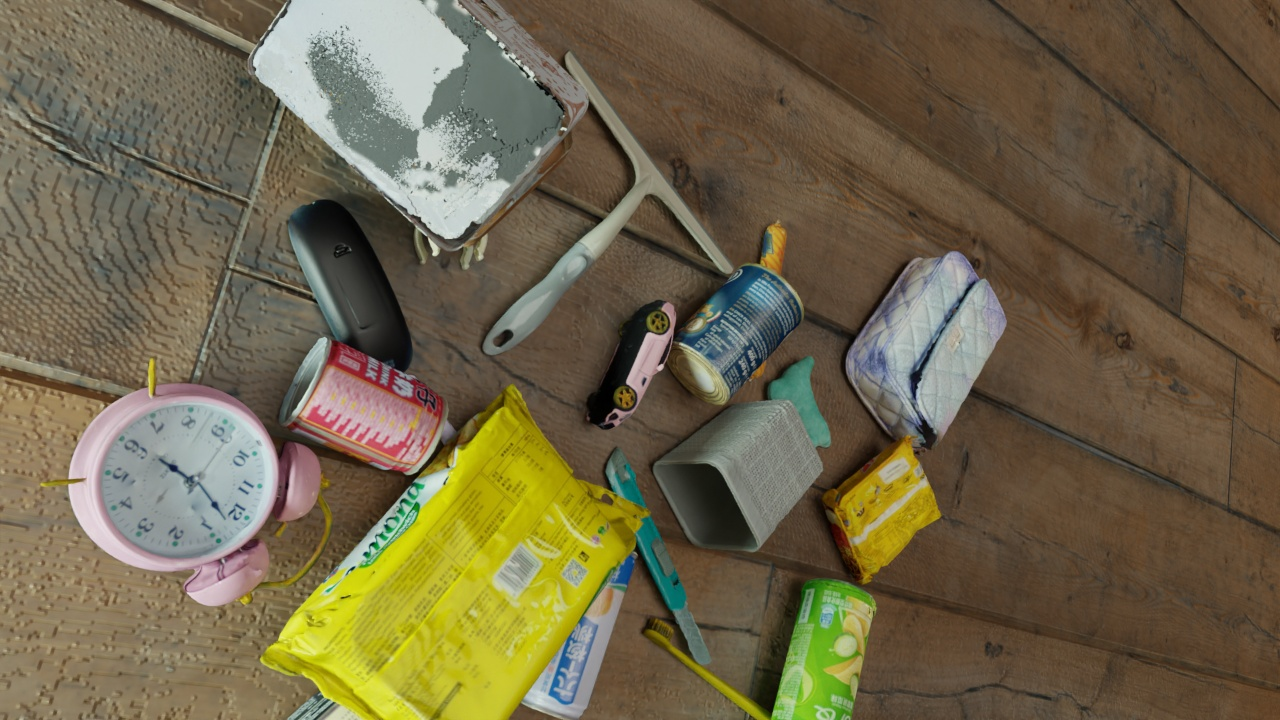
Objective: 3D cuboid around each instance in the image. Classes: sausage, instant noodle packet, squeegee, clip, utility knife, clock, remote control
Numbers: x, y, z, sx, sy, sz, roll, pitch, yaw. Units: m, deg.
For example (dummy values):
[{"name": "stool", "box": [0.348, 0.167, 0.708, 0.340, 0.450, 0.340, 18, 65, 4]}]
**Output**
[{"name": "sausage", "box": [0.119, -0.058, 0.875, 0.021, 0.021, 0.165, 20, 75, -33]}, {"name": "instant noodle packet", "box": [0.246, 0.147, 0.929, 0.128, 0.044, 0.111, -33, 111, -23]}, {"name": "squeegee", "box": [-0.044, -0.093, 0.753, 0.246, 0.039, 0.245, 50, 61, -21]}, {"name": "clip", "box": [-0.154, -0.117, 0.681, 0.083, 0.035, 0.104, -19, 92, -36]}, {"name": "utility knife", "box": [0.017, 0.170, 0.782, 0.029, 0.013, 0.207, -31, 101, -41]}, {"name": "clock", "box": [-0.266, 0.083, 0.568, 0.158, 0.060, 0.117, 42, 65, -27]}, {"name": "remote control", "box": [-0.201, -0.049, 0.646, 0.053, 0.024, 0.136, -30, 103, -32]}]

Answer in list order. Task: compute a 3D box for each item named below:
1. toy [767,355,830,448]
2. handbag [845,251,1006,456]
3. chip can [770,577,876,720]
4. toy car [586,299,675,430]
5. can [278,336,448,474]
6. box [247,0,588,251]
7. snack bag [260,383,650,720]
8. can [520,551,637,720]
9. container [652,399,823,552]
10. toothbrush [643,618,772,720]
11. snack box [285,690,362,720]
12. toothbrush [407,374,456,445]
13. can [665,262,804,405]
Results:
[{"name": "toy", "box": [0.151, 0.055, 0.885, 0.096, 0.030, 0.092, -35, 104, -26]}, {"name": "handbag", "box": [0.308, -0.014, 0.973, 0.134, 0.076, 0.193, 51, 62, -23]}, {"name": "chip can", "box": [0.157, 0.306, 0.824, 0.072, 0.073, 0.220, 37, 59, -27]}, {"name": "toy car", "box": [-0.005, 0.004, 0.763, 0.037, 0.056, 0.122, 33, 69, -21]}, {"name": "can", "box": [-0.186, 0.033, 0.622, 0.093, 0.067, 0.066, 29, 70, -28]}, {"name": "box", "box": [-0.136, -0.187, 0.638, 0.182, 0.153, 0.177, 43, 23, -11]}, {"name": "snack bag", "box": [-0.108, 0.150, 0.622, 0.158, 0.068, 0.245, 44, 57, -9]}, {"name": "can", "box": [-0.048, 0.207, 0.715, 0.053, 0.053, 0.134, 30, 70, -30]}, {"name": "container", "box": [0.090, 0.095, 0.802, 0.114, 0.090, 0.090, -37, 107, -35]}, {"name": "toothbrush", "box": [0.070, 0.283, 0.815, 0.190, 0.016, 0.016, 43, 57, -25]}, {"name": "snack box", "box": [-0.194, 0.289, 0.604, 0.113, 0.053, 0.125, -39, 108, -32]}, {"name": "toothbrush", "box": [-0.120, 0.086, 0.695, 0.021, 0.029, 0.189, -33, 107, 6]}, {"name": "can", "box": [0.081, -0.022, 0.805, 0.111, 0.075, 0.075, -45, 111, -22]}]
